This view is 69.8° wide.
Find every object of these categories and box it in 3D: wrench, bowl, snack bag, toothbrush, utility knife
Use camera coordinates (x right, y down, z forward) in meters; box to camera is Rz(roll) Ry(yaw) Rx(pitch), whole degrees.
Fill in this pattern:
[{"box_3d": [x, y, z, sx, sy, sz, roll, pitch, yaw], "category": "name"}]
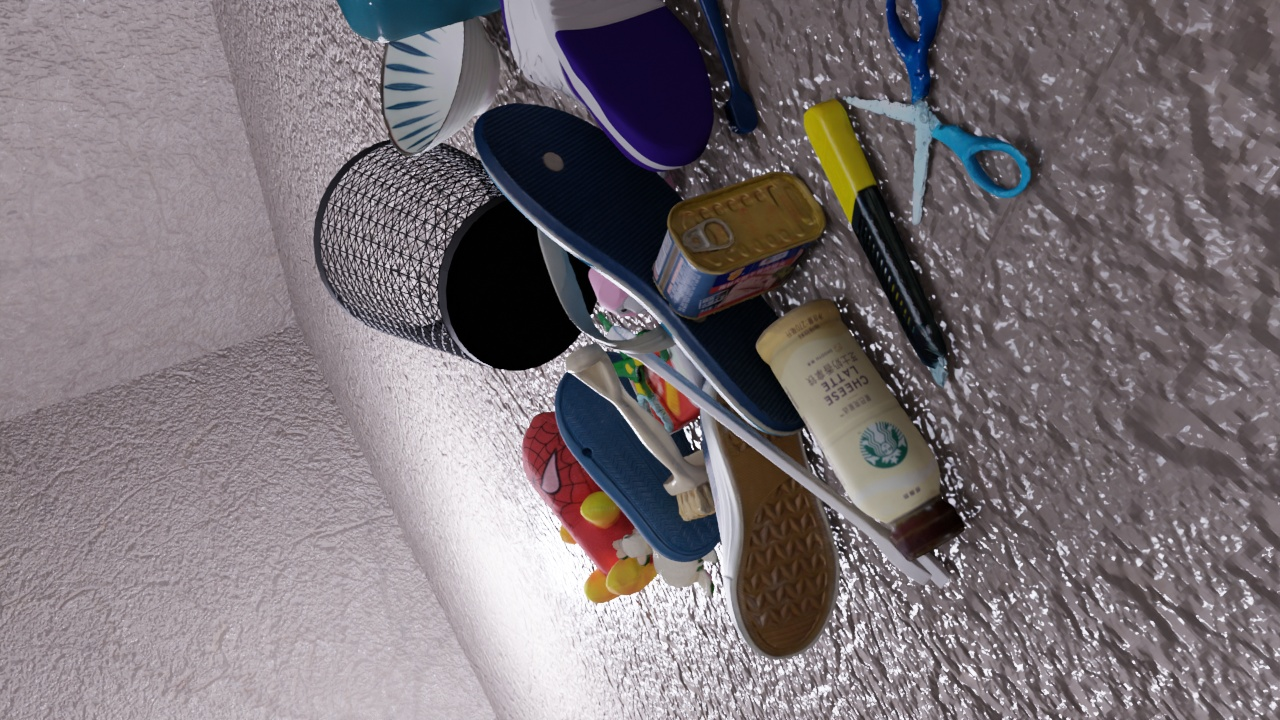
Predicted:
[{"box_3d": [0.084, 0.058, 0.603, 0.273, 0.047, 0.009, 37, 105, 17], "category": "wrench"}, {"box_3d": [-0.186, -0.284, 0.899, 0.178, 0.070, 0.177, -3, 86, 51], "category": "bowl"}, {"box_3d": [0.030, 0.014, 0.773, 0.077, 0.036, 0.116, 64, 155, 10], "category": "snack bag"}, {"box_3d": [0.037, -0.234, 0.576, 0.017, 0.016, 0.190, 3, 113, 71], "category": "toothbrush"}, {"box_3d": [0.135, -0.064, 0.512, 0.029, 0.020, 0.174, 144, 103, -82], "category": "utility knife"}]

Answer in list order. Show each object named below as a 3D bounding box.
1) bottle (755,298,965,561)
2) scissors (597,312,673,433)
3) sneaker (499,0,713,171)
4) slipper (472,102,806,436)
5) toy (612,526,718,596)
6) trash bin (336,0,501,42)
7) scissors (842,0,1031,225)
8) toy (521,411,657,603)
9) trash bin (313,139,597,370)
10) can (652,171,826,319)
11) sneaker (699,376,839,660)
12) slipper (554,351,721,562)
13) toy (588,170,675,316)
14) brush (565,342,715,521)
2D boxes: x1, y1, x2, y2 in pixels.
[{"box_3d": [0.134, 0.042, 0.558, 0.162, 0.056, 0.057, 60, 155, 17], "category": "bottle"}, {"box_3d": [-0.003, 0.012, 0.781, 0.126, 0.011, 0.127, -11, 99, 64], "category": "scissors"}, {"box_3d": [-0.040, -0.211, 0.621, 0.244, 0.091, 0.111, 66, 152, 17], "category": "sneaker"}, {"box_3d": [0.003, -0.059, 0.622, 0.295, 0.118, 0.060, 46, 140, 2], "category": "slipper"}, {"box_3d": [0.032, 0.185, 0.892, 0.112, 0.050, 0.087, 14, 125, 36], "category": "toy"}, {"box_3d": [-0.188, -0.392, 0.715, 0.199, 0.196, 0.219, 61, 161, 17], "category": "trash bin"}, {"box_3d": [0.144, -0.125, 0.455, 0.127, 0.014, 0.133, 39, 148, 54], "category": "scissors"}, {"box_3d": [-0.055, 0.151, 0.991, 0.148, 0.098, 0.216, -37, 77, 54], "category": "toy"}, {"box_3d": [-0.176, -0.101, 0.914, 0.243, 0.216, 0.217, 24, 132, 48], "category": "trash bin"}, {"box_3d": [0.058, -0.070, 0.568, 0.054, 0.099, 0.059, 60, 156, 19], "category": "can"}, {"box_3d": [0.092, 0.107, 0.695, 0.079, 0.087, 0.235, -130, 28, -77], "category": "sneaker"}, {"box_3d": [-0.005, 0.089, 0.835, 0.213, 0.103, 0.059, 56, 156, 15], "category": "slipper"}, {"box_3d": [-0.021, -0.112, 0.740, 0.123, 0.067, 0.158, 57, 158, 26], "category": "toy"}, {"box_3d": [0.013, 0.059, 0.692, 0.077, 0.062, 0.272, 56, -176, 36], "category": "brush"}]
